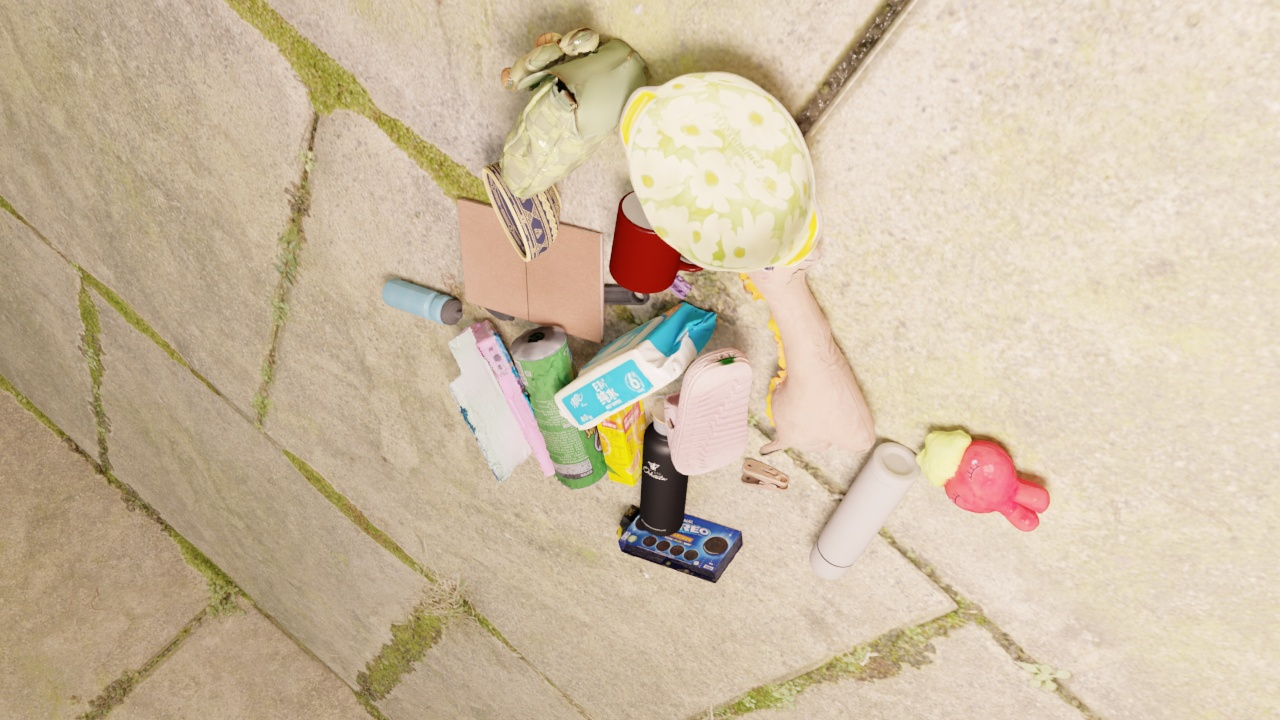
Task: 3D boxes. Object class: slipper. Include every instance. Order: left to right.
[{"bbox_3d":[0.073,0.052,1.041,0.240,0.094,0.064,90,159,-55],"label":"slipper"}]

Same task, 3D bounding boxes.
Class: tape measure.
[{"bbox_3d":[0.001,0.250,1.323,0.067,0.038,0.063,29,130,11],"label":"tape measure"}]

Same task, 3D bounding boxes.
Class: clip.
[{"bbox_3d":[0.033,-0.088,1.015,0.053,0.013,0.036,32,140,8],"label":"clip"},{"bbox_3d":[0.150,0.148,1.120,0.061,0.024,0.043,24,137,15],"label":"clip"}]

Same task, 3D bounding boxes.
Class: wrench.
[{"bbox_3d":[-0.103,-0.079,1.130,0.274,0.018,0.073,3,126,36],"label":"wrench"}]

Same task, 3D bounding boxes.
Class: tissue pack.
[{"bbox_3d":[-0.006,0.006,1.049,0.066,0.116,0.210,53,139,-8],"label":"tissue pack"}]

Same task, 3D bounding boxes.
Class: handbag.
[{"bbox_3d":[-0.087,-0.248,0.897,0.117,0.113,0.187,53,140,-1],"label":"handbag"}]

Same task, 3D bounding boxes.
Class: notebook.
[{"bbox_3d":[-0.134,-0.109,1.114,0.209,0.008,0.142,18,124,26],"label":"notebook"}]

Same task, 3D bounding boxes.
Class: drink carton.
[{"bbox_3d":[-0.021,0.093,1.183,0.043,0.058,0.135,12,131,29],"label":"drink carton"}]

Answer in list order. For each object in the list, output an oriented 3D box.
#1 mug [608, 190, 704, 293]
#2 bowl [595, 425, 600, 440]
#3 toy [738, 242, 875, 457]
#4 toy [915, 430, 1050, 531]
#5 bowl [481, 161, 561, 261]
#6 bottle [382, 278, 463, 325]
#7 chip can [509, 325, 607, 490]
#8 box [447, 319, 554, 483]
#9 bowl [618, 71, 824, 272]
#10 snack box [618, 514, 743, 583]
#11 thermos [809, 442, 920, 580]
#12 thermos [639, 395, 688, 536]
[{"bbox_3d":[0.024,-0.122,0.956,0.105,0.073,0.083,8,136,-4],"label":"mug"},{"bbox_3d":[-0.087,0.083,1.251,0.102,0.026,0.114,23,138,21],"label":"bowl"},{"bbox_3d":[0.147,-0.009,0.955,0.197,0.065,0.264,-15,111,45],"label":"toy"},{"bbox_3d":[0.342,0.121,0.922,0.135,0.045,0.092,35,142,18],"label":"toy"},{"bbox_3d":[-0.123,-0.173,1.019,0.112,0.061,0.112,58,167,21],"label":"bowl"},{"bbox_3d":[-0.298,-0.079,1.269,0.130,0.040,0.040,19,135,26],"label":"bottle"},{"bbox_3d":[-0.101,0.061,1.161,0.075,0.075,0.223,11,132,32],"label":"chip can"},{"bbox_3d":[-0.198,0.067,1.259,0.230,0.096,0.085,67,170,-27],"label":"box"},{"bbox_3d":[0.083,-0.179,0.850,0.219,0.060,0.189,38,134,9],"label":"bowl"},{"bbox_3d":[0.054,0.244,1.238,0.150,0.082,0.027,12,130,30],"label":"snack box"},{"bbox_3d":[0.249,0.179,1.045,0.052,0.052,0.225,31,139,13],"label":"thermos"},{"bbox_3d":[0.033,0.130,1.170,0.061,0.061,0.232,24,137,21],"label":"thermos"}]
